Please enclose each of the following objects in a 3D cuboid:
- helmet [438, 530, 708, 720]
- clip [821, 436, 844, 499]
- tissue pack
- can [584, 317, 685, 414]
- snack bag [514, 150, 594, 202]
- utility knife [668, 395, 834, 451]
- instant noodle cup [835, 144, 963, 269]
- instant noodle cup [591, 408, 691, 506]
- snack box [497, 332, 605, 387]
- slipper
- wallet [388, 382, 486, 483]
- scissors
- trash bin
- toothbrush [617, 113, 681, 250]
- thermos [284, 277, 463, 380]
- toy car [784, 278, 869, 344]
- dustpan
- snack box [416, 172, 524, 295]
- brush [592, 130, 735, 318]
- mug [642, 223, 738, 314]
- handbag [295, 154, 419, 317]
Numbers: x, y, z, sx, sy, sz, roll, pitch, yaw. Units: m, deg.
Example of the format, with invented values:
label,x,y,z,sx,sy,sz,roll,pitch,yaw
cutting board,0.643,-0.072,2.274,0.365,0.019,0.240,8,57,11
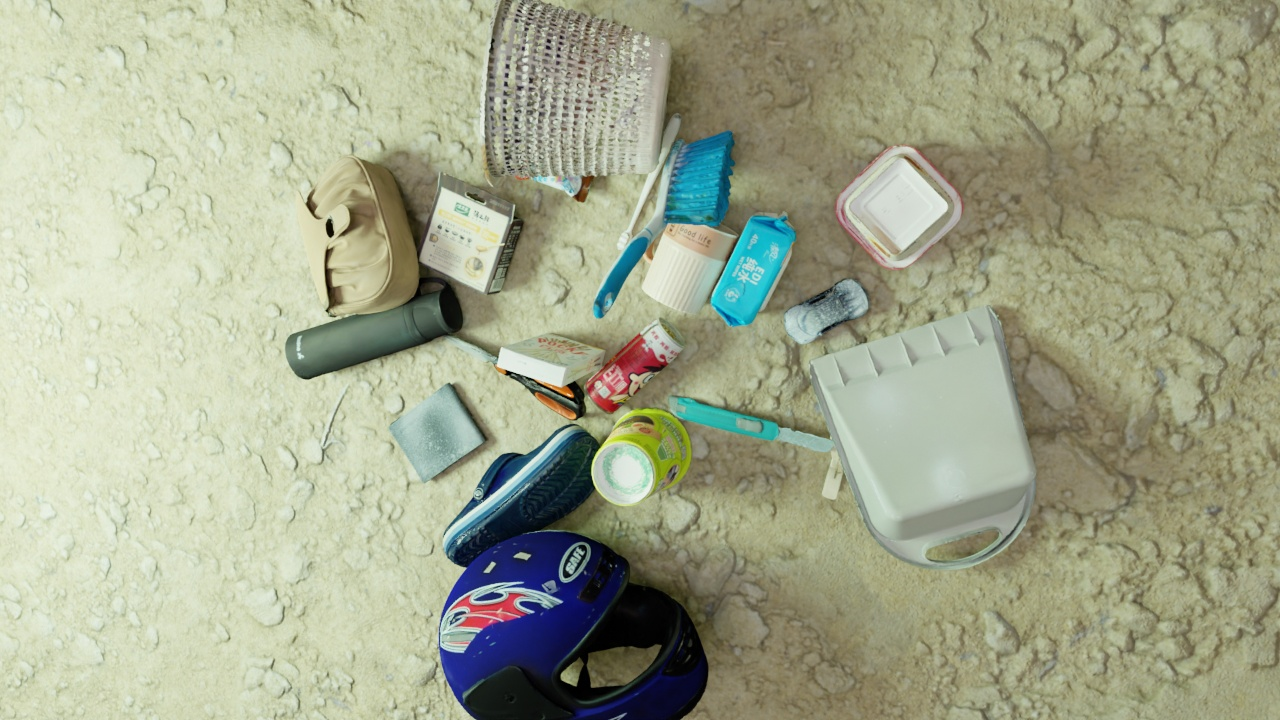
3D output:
label,x,y,z,sx,sy,sz,roll,pitch,yaw
helmet,-0.097,0.328,1.125,0.316,0.246,0.240,-15,113,24
clip,0.240,0.115,1.106,0.035,0.074,0.100,17,102,12
tissue pack,0.135,-0.110,1.072,0.063,0.089,0.140,26,106,3
can,-0.007,0.007,1.151,0.133,0.053,0.053,-42,86,18
snack bag,-0.109,-0.234,1.154,0.105,0.026,0.045,22,85,11
utility knife,0.131,0.079,1.129,0.219,0.013,0.029,13,102,23
instant noodle cup,0.282,-0.167,1.003,0.117,0.124,0.116,-44,86,17
instant noodle cup,-0.004,0.124,1.133,0.112,0.123,0.112,3,99,15
snack box,-0.106,-0.003,1.124,0.085,0.156,0.027,17,103,12
slipper,-0.157,0.172,1.206,0.253,0.105,0.095,-41,51,7
wallet,-0.281,0.101,1.265,0.121,0.019,0.097,-34,87,20
scissors,-0.167,0.001,1.191,0.235,0.021,0.139,36,151,1
trash bin,-0.067,-0.300,1.047,0.192,0.227,0.227,7,101,1
toothbrush,0.010,-0.218,1.129,0.016,0.016,0.180,26,105,9
thermos,-0.360,-0.045,1.245,0.243,0.068,0.089,-16,62,16
toy car,0.219,-0.057,1.089,0.106,0.031,0.049,-29,90,19
dustpan,0.341,0.106,1.071,0.223,0.143,0.257,-18,67,6
snack box,-0.219,-0.163,1.184,0.113,0.053,0.126,25,105,11
brush,0.034,-0.152,1.003,0.109,0.313,0.061,2,136,13
mug,0.047,-0.126,1.107,0.114,0.081,0.106,36,110,35
handbag,-0.375,-0.159,1.191,0.148,0.099,0.204,-27,73,21
